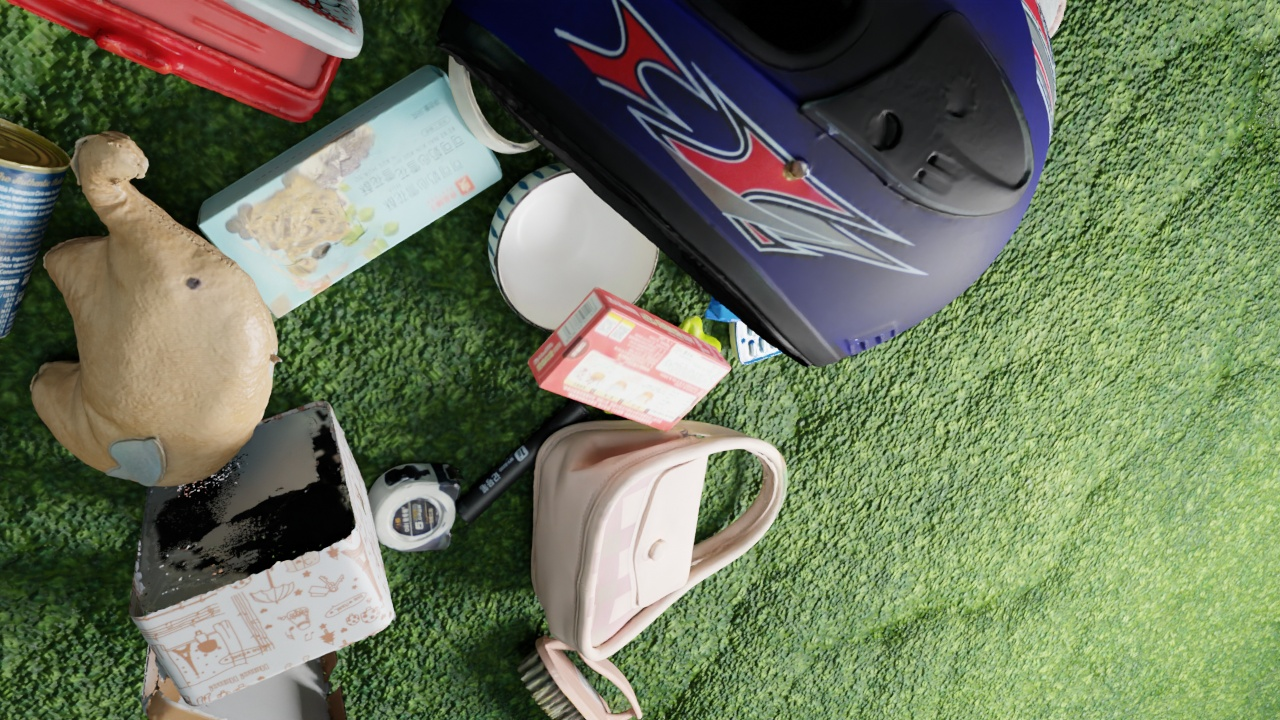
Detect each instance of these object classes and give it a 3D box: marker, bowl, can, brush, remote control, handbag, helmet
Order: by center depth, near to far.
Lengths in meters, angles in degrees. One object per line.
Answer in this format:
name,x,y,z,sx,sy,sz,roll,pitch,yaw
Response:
can,-0.368,-0.072,0.497,0.075,0.075,0.111,20,106,-31
helmet,0.080,-0.158,0.500,0.315,0.247,0.240,37,94,-30
bowl,-0.052,-0.083,0.636,0.116,0.066,0.117,-11,119,-20
marker,-0.094,0.080,0.731,0.132,0.020,0.022,-42,128,0
remote control,0.132,-0.036,0.767,0.124,0.024,0.049,-17,121,-14
handbag,0.026,0.133,0.774,0.233,0.093,0.194,-12,126,-31
brush,-0.055,0.298,0.835,0.073,0.063,0.146,-30,122,-2

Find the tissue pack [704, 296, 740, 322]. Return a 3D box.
tissue pack,0.105,-0.093,0.694,0.095,0.052,0.157,4,123,-7

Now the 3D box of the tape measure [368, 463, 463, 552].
tape measure,-0.174,0.112,0.703,0.066,0.033,0.066,6,111,-29

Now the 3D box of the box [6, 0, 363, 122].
box,-0.249,-0.196,0.471,0.201,0.101,0.095,20,105,-30

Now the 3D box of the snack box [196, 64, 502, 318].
snack box,-0.180,-0.107,0.576,0.175,0.051,0.074,-33,123,-5

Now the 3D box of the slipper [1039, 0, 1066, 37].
slipper,0.208,-0.217,0.687,0.274,0.054,0.114,-29,124,-5

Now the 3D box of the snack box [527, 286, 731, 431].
snack box,-0.004,0.004,0.664,0.075,0.025,0.152,-46,142,17

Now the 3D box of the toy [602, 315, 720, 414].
toy,0.013,0.004,0.732,0.100,0.031,0.097,12,110,-33

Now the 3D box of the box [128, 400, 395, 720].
box,-0.240,0.164,0.611,0.154,0.182,0.185,-22,122,-12

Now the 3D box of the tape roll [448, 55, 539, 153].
tape roll,-0.085,-0.174,0.576,0.085,0.014,0.085,4,85,-55

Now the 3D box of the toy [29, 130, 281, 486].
toy,-0.280,-0.023,0.537,0.143,0.082,0.226,17,119,-13
